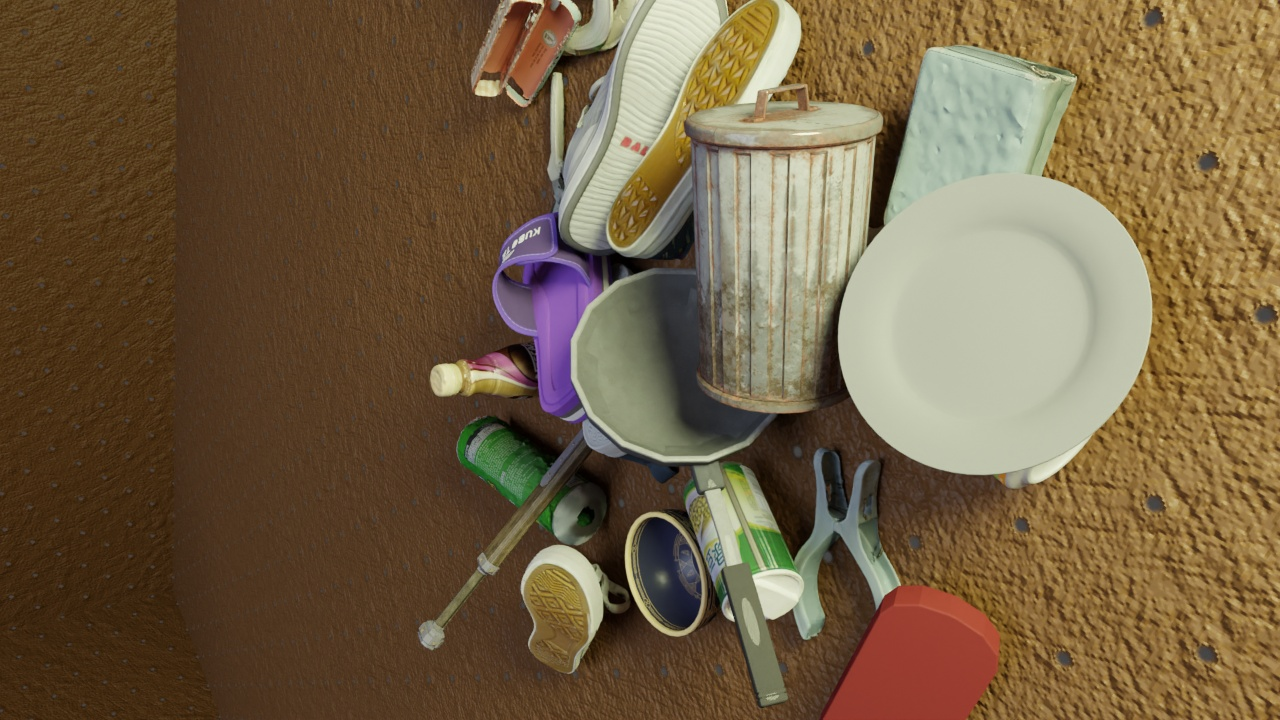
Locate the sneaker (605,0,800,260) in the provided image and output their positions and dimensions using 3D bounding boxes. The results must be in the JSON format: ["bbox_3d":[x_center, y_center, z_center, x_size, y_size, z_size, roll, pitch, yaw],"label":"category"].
[{"bbox_3d":[0.064,-0.176,0.750,0.236,0.079,0.087,-56,43,18],"label":"sneaker"}]

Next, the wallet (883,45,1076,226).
[{"bbox_3d":[0.212,-0.128,0.585,0.100,0.054,0.132,46,132,48],"label":"wallet"}]

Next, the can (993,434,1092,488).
[{"bbox_3d":[0.212,0.009,0.583,0.142,0.079,0.079,49,131,36],"label":"can"}]

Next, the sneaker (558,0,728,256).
[{"bbox_3d":[-0.007,-0.231,0.827,0.264,0.096,0.128,-63,27,25],"label":"sneaker"}]

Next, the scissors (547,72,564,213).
[{"bbox_3d":[-0.077,-0.212,0.971,0.194,0.015,0.179,-29,74,51],"label":"scissors"}]

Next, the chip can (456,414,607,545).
[{"bbox_3d":[-0.126,0.132,1.044,0.223,0.075,0.075,26,116,47],"label":"chip can"}]

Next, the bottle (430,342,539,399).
[{"bbox_3d":[-0.139,0.013,0.963,0.060,0.165,0.060,11,104,51],"label":"bottle"}]

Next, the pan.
[{"bbox_3d":[0.051,0.086,0.718,0.041,0.178,0.356,99,158,-62],"label":"pan"}]

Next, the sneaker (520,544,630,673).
[{"bbox_3d":[-0.072,0.252,0.982,0.118,0.087,0.242,27,143,12],"label":"sneaker"}]

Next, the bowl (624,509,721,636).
[{"bbox_3d":[0.044,0.189,0.843,0.113,0.061,0.112,12,105,51],"label":"bowl"}]

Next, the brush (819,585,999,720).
[{"bbox_3d":[0.190,0.234,0.660,0.082,0.041,0.174,24,119,13],"label":"brush"}]

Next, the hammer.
[{"bbox_3d":[-0.124,0.164,0.939,0.317,0.028,0.147,-51,31,-1],"label":"hammer"}]

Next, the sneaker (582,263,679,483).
[{"bbox_3d":[-0.005,0.005,0.859,0.089,0.087,0.235,-39,39,32],"label":"sneaker"}]

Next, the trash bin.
[{"bbox_3d":[0.098,-0.084,0.649,0.131,0.130,0.211,26,126,47],"label":"trash bin"}]

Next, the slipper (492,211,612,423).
[{"bbox_3d":[-0.091,-0.064,0.866,0.107,0.084,0.266,-43,37,27],"label":"slipper"}]

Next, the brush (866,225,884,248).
[{"bbox_3d":[0.162,-0.087,0.684,0.135,0.015,0.050,58,137,28],"label":"brush"}]

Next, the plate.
[{"bbox_3d":[0.200,-0.022,0.538,0.179,0.012,0.178,-11,73,38],"label":"plate"}]

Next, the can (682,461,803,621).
[{"bbox_3d":[0.082,0.149,0.757,0.120,0.067,0.067,-111,36,-45],"label":"can"}]

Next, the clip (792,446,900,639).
[{"bbox_3d":[0.143,0.152,0.738,0.142,0.029,0.171,-4,92,51],"label":"clip"}]

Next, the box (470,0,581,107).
[{"bbox_3d":[-0.121,-0.319,0.940,0.187,0.083,0.043,149,120,-65],"label":"box"}]

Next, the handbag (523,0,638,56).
[{"bbox_3d":[-0.076,-0.398,0.885,0.201,0.092,0.200,23,122,48],"label":"handbag"}]
